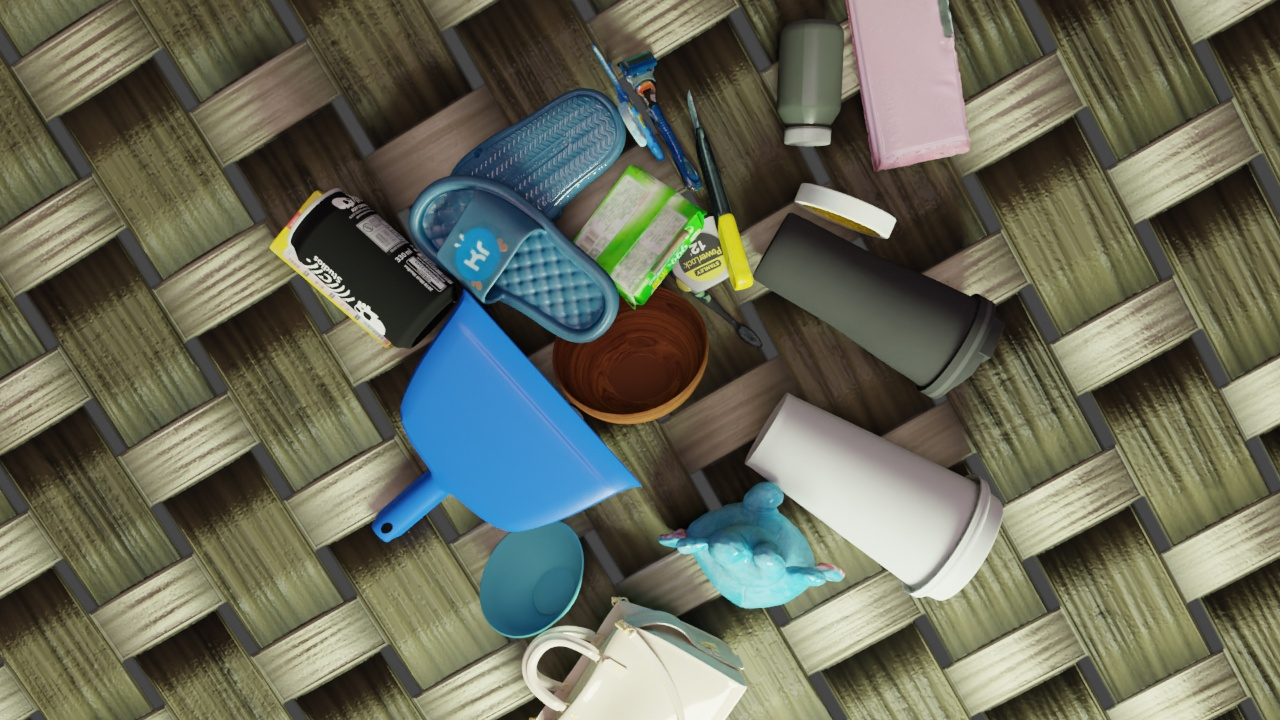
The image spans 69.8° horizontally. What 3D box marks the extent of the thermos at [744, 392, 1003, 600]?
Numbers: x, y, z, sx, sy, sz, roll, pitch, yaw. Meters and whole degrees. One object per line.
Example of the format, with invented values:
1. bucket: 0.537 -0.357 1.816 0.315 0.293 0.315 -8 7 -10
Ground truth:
1. thermos: 0.217 0.123 0.881 0.222 0.131 0.131 31 97 5

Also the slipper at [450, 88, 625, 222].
1. slipper: -0.105 -0.177 0.874 0.214 0.059 0.104 -36 91 19

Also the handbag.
1. handbag: -0.028 0.328 0.902 0.198 0.101 0.195 31 98 -16

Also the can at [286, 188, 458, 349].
1. can: -0.246 -0.084 0.849 0.146 0.080 0.080 42 96 -5

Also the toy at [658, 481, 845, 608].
1. toy: 0.104 0.171 0.863 0.183 0.181 0.114 13 73 13

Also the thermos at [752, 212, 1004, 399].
1. thermos: 0.218 -0.057 0.867 0.218 0.105 0.106 29 97 2

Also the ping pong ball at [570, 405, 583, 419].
1. ping pong ball: -0.076 0.064 0.913 0.040 0.040 0.040 0 97 1

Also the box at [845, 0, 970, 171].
1. box: 0.246 -0.302 0.866 0.098 0.041 0.233 -12 97 10

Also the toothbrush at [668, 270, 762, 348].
1. toothbrush: 0.050 -0.074 0.906 0.188 0.017 0.014 41 90 -3

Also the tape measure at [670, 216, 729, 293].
1. tape measure: 0.057 -0.102 0.894 0.064 0.017 0.065 -26 88 -4

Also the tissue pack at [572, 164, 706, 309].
1. tissue pack: -0.003 -0.119 0.873 0.099 0.034 0.114 41 96 26

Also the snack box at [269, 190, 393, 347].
1. snack box: -0.281 -0.090 0.904 0.152 0.025 0.075 41 96 -5

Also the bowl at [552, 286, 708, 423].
1. bowl: -0.005 0.005 0.881 0.147 0.069 0.147 -5 57 8

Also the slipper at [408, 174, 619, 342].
1. slipper: -0.115 -0.092 0.836 0.214 0.059 0.104 32 111 0

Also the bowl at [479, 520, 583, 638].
1. bowl: -0.098 0.224 0.918 0.121 0.121 0.046 -37 136 5

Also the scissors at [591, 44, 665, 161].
1. scissors: -0.013 -0.234 0.847 0.016 0.125 0.125 -30 111 11

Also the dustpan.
1. dustpan: -0.172 0.100 0.894 0.258 0.059 0.245 -40 97 13

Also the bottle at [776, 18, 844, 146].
1. bottle: 0.158 -0.258 0.858 0.060 0.060 0.108 1 97 1

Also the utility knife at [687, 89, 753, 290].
1. utility knife: 0.072 -0.163 0.875 0.020 0.029 0.197 -16 87 -8

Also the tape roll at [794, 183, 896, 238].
1. tape roll: 0.190 -0.139 0.856 0.094 0.094 0.019 22 97 -2

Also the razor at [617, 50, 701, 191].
1. razor: 0.022 -0.226 0.885 0.043 0.018 0.141 -31 99 -32
